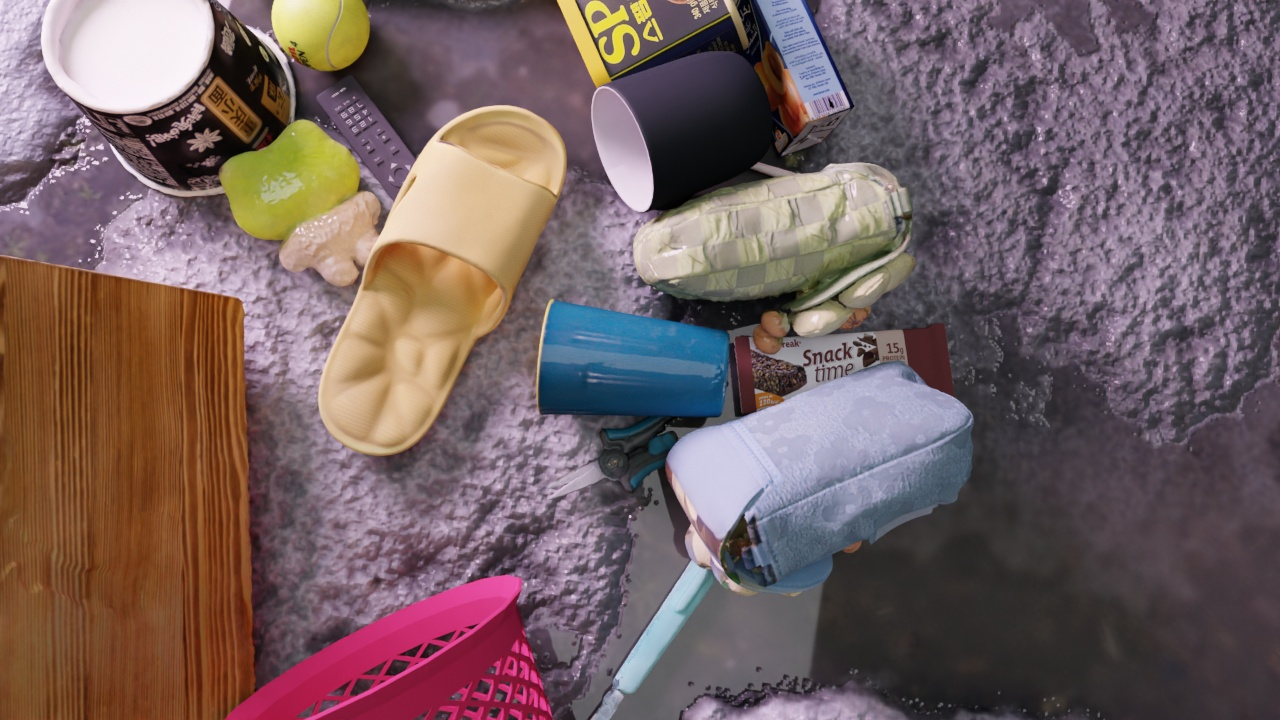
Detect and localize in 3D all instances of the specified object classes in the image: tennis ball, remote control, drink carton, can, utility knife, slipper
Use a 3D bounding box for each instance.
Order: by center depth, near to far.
[{"bbox_3d":[-0.133,-0.059,0.612,0.099,0.078,0.263,27,84,-12],"label":"slipper"},{"bbox_3d":[-0.005,0.211,0.619,0.022,0.016,0.179,36,80,3],"label":"utility knife"},{"bbox_3d":[0.001,-0.258,0.642,0.104,0.075,0.135,-25,83,12],"label":"can"},{"bbox_3d":[-0.224,-0.238,0.646,0.065,0.065,0.065,0,82,-3],"label":"tennis ball"},{"bbox_3d":[-0.180,-0.143,0.660,0.032,0.015,0.136,-37,88,-8],"label":"remote control"},{"bbox_3d":[0.100,-0.221,0.663,0.040,0.064,0.130,-22,84,-15],"label":"drink carton"}]

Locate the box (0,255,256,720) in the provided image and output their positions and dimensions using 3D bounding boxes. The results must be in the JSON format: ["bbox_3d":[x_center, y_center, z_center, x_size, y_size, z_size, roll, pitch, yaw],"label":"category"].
[{"bbox_3d":[-0.440,0.101,0.522,0.316,0.281,0.279,-7,82,23],"label":"box"}]

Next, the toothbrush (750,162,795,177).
[{"bbox_3d":[0.114,-0.137,0.677,0.181,0.016,0.018,20,75,0],"label":"toothbrush"}]

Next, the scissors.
[{"bbox_3d":[0.009,0.063,0.639,0.140,0.019,0.128,18,80,-1],"label":"scissors"}]

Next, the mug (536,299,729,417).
[{"bbox_3d":[-0.004,0.004,0.615,0.121,0.078,0.078,6,81,1],"label":"mug"}]

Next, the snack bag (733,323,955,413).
[{"bbox_3d":[0.147,0.005,0.656,0.158,0.013,0.057,-3,80,-7],"label":"snack bag"}]

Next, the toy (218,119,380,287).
[{"bbox_3d":[-0.228,-0.105,0.636,0.092,0.046,0.115,-39,97,-19],"label":"toy"}]

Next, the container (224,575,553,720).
[{"bbox_3d":[-0.109,0.271,0.535,0.183,0.183,0.226,-24,91,-7],"label":"container"}]

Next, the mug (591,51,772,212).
[{"bbox_3d":[0.027,-0.144,0.621,0.094,0.122,0.085,-24,66,-17],"label":"mug"}]

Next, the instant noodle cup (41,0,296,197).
[{"bbox_3d":[-0.315,-0.191,0.611,0.137,0.112,0.137,0,83,-3],"label":"instant noodle cup"}]

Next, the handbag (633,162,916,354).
[{"bbox_3d":[0.091,-0.064,0.623,0.186,0.113,0.117,-11,91,-2],"label":"handbag"}]

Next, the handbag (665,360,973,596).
[{"bbox_3d":[0.118,0.082,0.601,0.191,0.121,0.119,-21,119,-11],"label":"handbag"}]
